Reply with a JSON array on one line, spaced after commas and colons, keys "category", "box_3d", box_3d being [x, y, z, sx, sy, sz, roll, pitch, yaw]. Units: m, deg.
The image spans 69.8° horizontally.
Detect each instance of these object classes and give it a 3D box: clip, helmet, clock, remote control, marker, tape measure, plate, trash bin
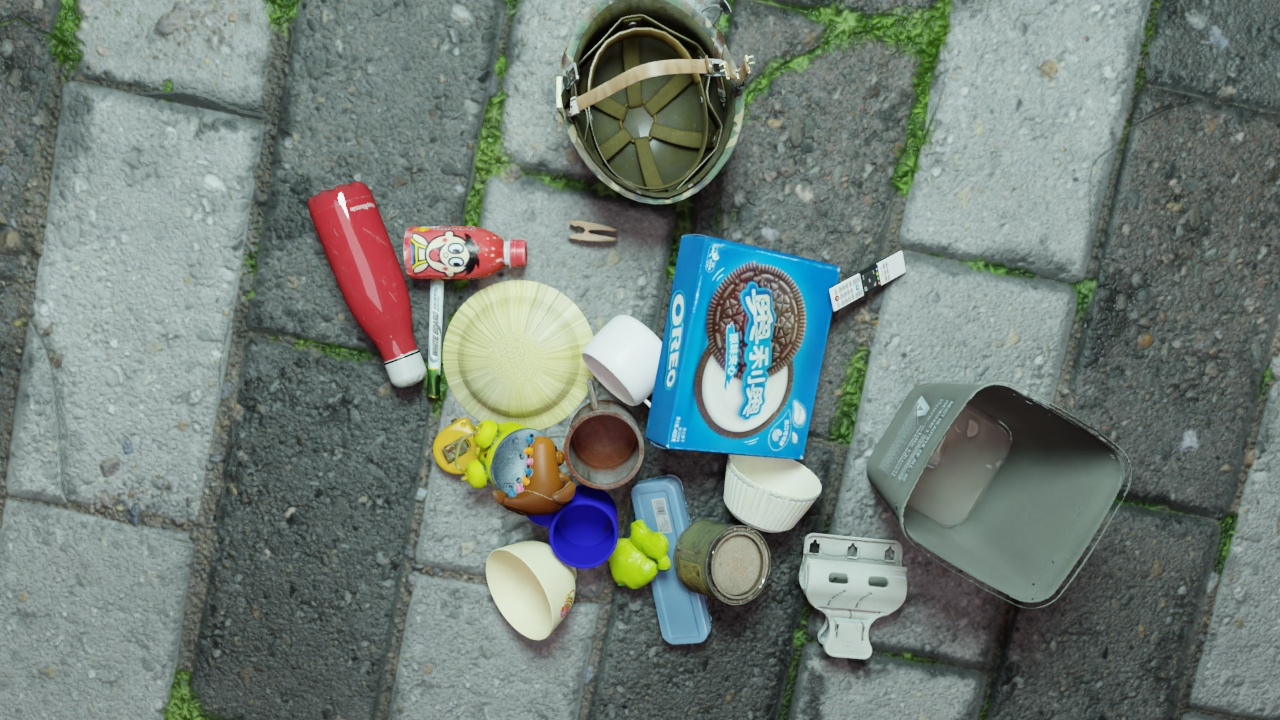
[{"category": "clip", "box_3d": [0.257, 0.290, 1.117, 0.125, 0.089, 0.150, 6, 85, 0]}, {"category": "helmet", "box_3d": [0.008, -0.280, 0.967, 0.192, 0.236, 0.224, -11, 106, -6]}, {"category": "clock", "box_3d": [-0.159, 0.112, 1.072, 0.119, 0.057, 0.083, 9, 97, -34]}, {"category": "remote control", "box_3d": [0.266, -0.095, 1.081, 0.124, 0.012, 0.028, -27, 113, -27]}, {"category": "clip", "box_3d": [-0.057, -0.156, 1.088, 0.061, 0.026, 0.049, -26, 92, 8]}, {"category": "marker", "box_3d": [-0.246, -0.027, 1.097, 0.017, 0.017, 0.146, 3, 95, -2]}, {"category": "tape measure", "box_3d": [-0.220, 0.106, 1.104, 0.059, 0.030, 0.068, -30, 95, -1]}, {"category": "plate", "box_3d": [-0.145, -0.002, 1.092, 0.184, 0.036, 0.184, 0, 96, -2]}, {"category": "trash bin", "box_3d": [0.374, 0.127, 1.028, 0.197, 0.220, 0.197, 30, 94, -4]}]

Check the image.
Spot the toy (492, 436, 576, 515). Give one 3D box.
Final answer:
[{"category": "toy", "box_3d": [-0.124, 0.128, 1.024, 0.071, 0.102, 0.090, -16, 71, 40]}]

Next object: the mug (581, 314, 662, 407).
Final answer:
[{"category": "mug", "box_3d": [-0.006, 0.006, 1.063, 0.115, 0.094, 0.068, 44, 76, 2]}]

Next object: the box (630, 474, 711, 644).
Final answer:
[{"category": "box", "box_3d": [0.039, 0.244, 1.132, 0.067, 0.052, 0.210, -11, 94, 21]}]

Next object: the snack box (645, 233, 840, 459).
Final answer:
[{"category": "snack box", "box_3d": [0.119, -0.010, 1.050, 0.195, 0.056, 0.239, 8, 95, -30]}]

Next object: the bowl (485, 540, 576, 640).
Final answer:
[{"category": "bowl", "box_3d": [-0.118, 0.262, 1.095, 0.073, 0.118, 0.118, -26, 98, -42]}]

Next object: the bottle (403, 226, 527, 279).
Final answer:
[{"category": "bottle", "box_3d": [-0.201, -0.125, 1.067, 0.137, 0.062, 0.062, 0, 95, -1]}]

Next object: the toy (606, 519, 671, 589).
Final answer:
[{"category": "toy", "box_3d": [-0.004, 0.234, 1.102, 0.094, 0.036, 0.094, 26, 110, 34]}]

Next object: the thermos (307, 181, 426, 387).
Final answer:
[{"category": "thermos", "box_3d": [-0.307, -0.083, 1.062, 0.073, 0.073, 0.240, -20, 96, 0]}]

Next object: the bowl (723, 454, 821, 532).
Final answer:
[{"category": "bowl", "box_3d": [0.149, 0.156, 1.085, 0.115, 0.115, 0.063, 17, 110, -3]}]

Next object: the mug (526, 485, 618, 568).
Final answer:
[{"category": "mug", "box_3d": [-0.082, 0.191, 1.089, 0.111, 0.083, 0.079, 19, 94, -3]}]

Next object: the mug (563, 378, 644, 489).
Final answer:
[{"category": "mug", "box_3d": [-0.046, 0.079, 1.069, 0.096, 0.110, 0.123, -11, 95, -6]}]

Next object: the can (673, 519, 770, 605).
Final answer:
[{"category": "can", "box_3d": [0.096, 0.234, 1.073, 0.089, 0.075, 0.090, 1, 87, -28]}]
